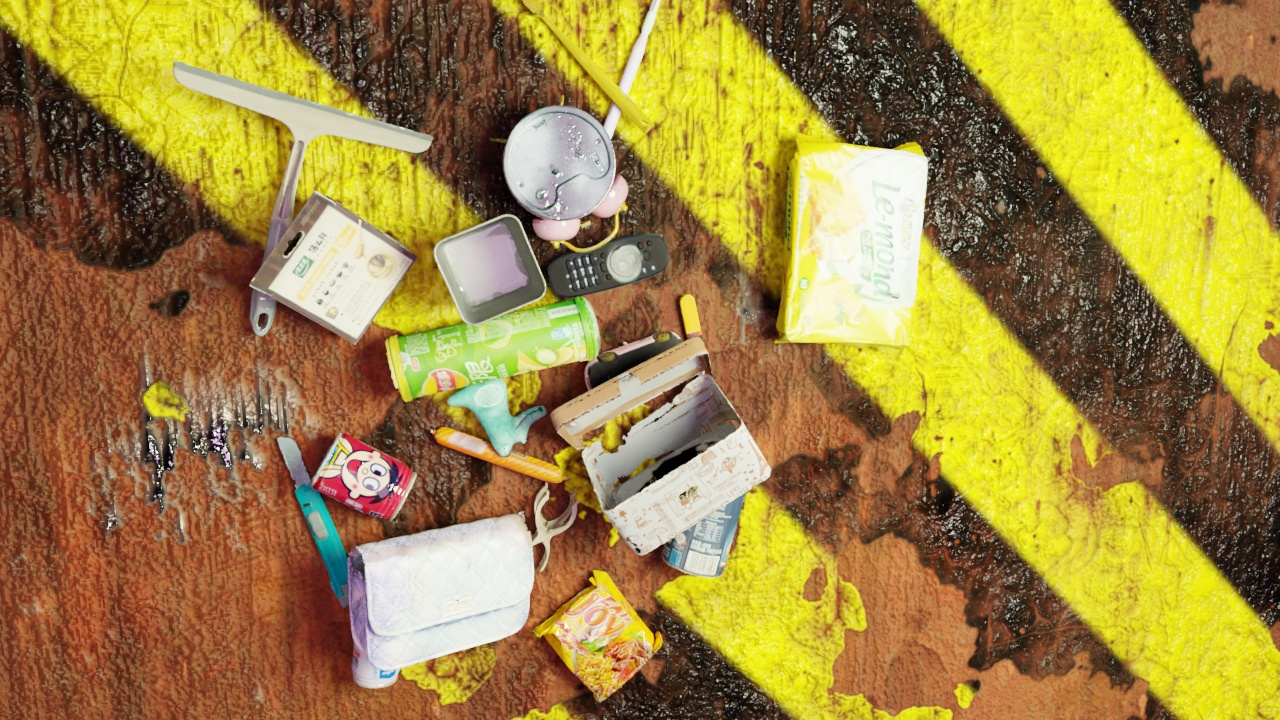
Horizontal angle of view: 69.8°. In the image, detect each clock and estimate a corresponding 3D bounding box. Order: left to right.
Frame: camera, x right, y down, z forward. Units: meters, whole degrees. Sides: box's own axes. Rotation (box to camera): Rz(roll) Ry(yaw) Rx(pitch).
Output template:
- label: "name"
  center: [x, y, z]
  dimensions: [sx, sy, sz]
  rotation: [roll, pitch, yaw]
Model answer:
- label: "clock"
  center: [-0.079, -0.190, 0.974]
  dimensions: [0.117, 0.060, 0.158]
  rotation: [-31, 102, -6]

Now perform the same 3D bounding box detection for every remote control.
- label: "remote control"
  center: [-0.036, -0.105, 1.015]
  dimensions: [0.136, 0.024, 0.053]
  rotation: [-16, 99, -9]

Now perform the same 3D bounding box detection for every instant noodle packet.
- label: "instant noodle packet"
  center: [-0.048, 0.323, 1.076]
  dimensions: [0.110, 0.044, 0.128]
  rotation: [-40, 104, -7]

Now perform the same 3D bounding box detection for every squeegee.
- label: "squeegee"
  center: [-0.363, -0.145, 0.935]
  dimensions: [0.246, 0.039, 0.247]
  rotation: [10, 105, -31]

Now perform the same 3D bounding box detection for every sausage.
- label: "sausage"
  center: [-0.157, 0.107, 1.027]
  dimensions: [0.165, 0.021, 0.021]
  rotation: [22, 94, -14]

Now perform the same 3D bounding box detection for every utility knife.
- label: "utility knife"
  center: [-0.352, 0.178, 1.003]
  dimensions: [0.029, 0.013, 0.207]
  rotation: [-20, 103, -8]

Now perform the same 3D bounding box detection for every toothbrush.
- label: "toothbrush"
  center: [-0.056, -0.314, 0.968]
  dimensions: [0.016, 0.016, 0.190]
  rotation: [-44, 98, 5]
- label: "toothbrush"
  center: [-0.009, -0.321, 0.987]
  dimensions: [0.021, 0.029, 0.189]
  rotation: [12, 100, -51]

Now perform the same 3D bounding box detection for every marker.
- label: "marker"
  center: [0.064, -0.016, 1.056]
  dimensions: [0.018, 0.015, 0.124]
  rotation: [-15, 105, -7]

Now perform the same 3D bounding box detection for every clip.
- label: "clip"
  center: [-0.118, 0.183, 1.044]
  dimensions: [0.083, 0.034, 0.104]
  rotation: [38, 98, -18]

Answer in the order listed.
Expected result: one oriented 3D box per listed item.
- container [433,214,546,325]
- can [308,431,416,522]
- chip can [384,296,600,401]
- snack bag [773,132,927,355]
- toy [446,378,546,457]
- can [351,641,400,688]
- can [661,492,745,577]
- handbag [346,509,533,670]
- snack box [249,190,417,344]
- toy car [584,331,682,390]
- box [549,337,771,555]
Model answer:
- label: "container"
  center: [-0.157, -0.096, 0.945]
  dimensions: [0.090, 0.114, 0.090]
  rotation: [-23, 103, -7]
- label: "can"
  center: [-0.295, 0.126, 0.979]
  dimensions: [0.093, 0.066, 0.066]
  rotation: [30, 92, -15]
- label: "chip can"
  center: [-0.154, -0.014, 0.982]
  dimensions: [0.221, 0.072, 0.072]
  rotation: [-13, 102, -9]
- label: "snack bag"
  center: [0.233, -0.129, 1.044]
  dimensions: [0.158, 0.068, 0.246]
  rotation: [2, 99, -11]
- label: "toy"
  center: [-0.154, 0.059, 1.014]
  dimensions: [0.096, 0.030, 0.092]
  rotation: [-28, 97, -24]
- label: "can"
  center: [-0.288, 0.289, 1.014]
  dimensions: [0.053, 0.053, 0.134]
  rotation: [5, 98, -13]
- label: "can"
  center: [0.073, 0.187, 1.060]
  dimensions: [0.075, 0.075, 0.111]
  rotation: [13, 97, -14]
- label: "handbag"
  center: [-0.208, 0.243, 0.980]
  dimensions: [0.193, 0.076, 0.134]
  rotation: [-8, 102, -36]
- label: "snack box"
  center: [-0.311, -0.096, 0.927]
  dimensions: [0.125, 0.053, 0.113]
  rotation: [35, 91, -34]
- label: "toy car"
  center: [-0.006, 0.006, 1.035]
  dimensions: [0.122, 0.037, 0.056]
  rotation: [-20, 109, -20]
- label: "box"
  center: [0.013, 0.068, 0.982]
  dimensions: [0.182, 0.152, 0.178]
  rotation: [-32, 122, 0]
